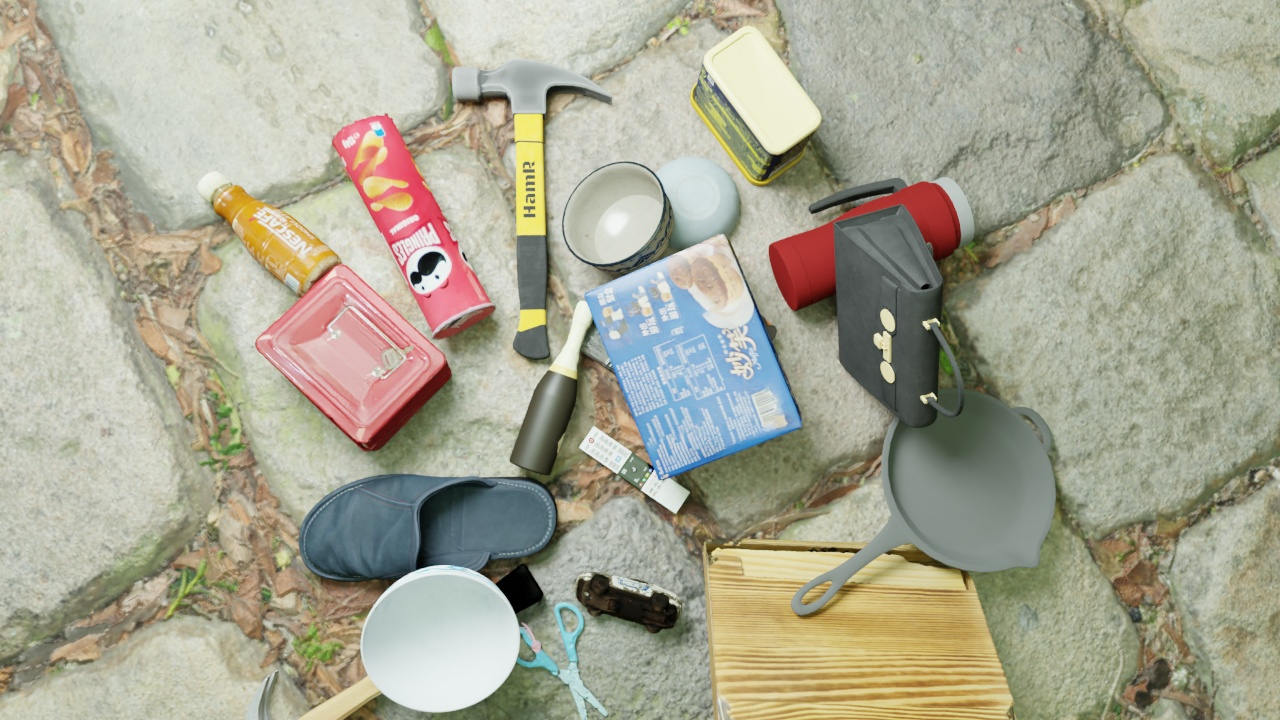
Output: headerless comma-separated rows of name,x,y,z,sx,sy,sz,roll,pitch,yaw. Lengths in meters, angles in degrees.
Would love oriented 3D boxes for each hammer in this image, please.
hammer,-0.113,-0.163,0.984,0.170,0.034,0.324,-1,87,-4
hammer,-0.248,0.315,0.936,0.328,0.039,0.131,-33,86,-5

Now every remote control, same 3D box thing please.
remote control,-0.006,0.116,0.973,0.124,0.012,0.028,34,85,1

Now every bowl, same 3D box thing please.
bowl,0.057,-0.172,0.985,0.106,0.039,0.106,0,85,-2
bowl,-0.189,0.252,0.880,0.144,0.074,0.144,-2,105,-9
bowl,-0.016,-0.140,0.947,0.116,0.059,0.115,-8,70,23

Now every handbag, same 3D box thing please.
handbag,0.256,-0.019,0.868,0.072,0.195,0.176,-15,129,-4

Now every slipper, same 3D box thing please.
slipper,-0.219,0.168,0.926,0.265,0.083,0.109,-4,88,-1

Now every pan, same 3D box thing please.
pan,0.289,0.155,0.942,0.353,0.024,0.216,-31,80,-19

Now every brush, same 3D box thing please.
brush,-0.006,0.006,0.981,0.151,0.012,0.039,33,87,1

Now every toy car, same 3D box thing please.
toy car,-0.012,0.244,0.948,0.113,0.040,0.049,15,125,5

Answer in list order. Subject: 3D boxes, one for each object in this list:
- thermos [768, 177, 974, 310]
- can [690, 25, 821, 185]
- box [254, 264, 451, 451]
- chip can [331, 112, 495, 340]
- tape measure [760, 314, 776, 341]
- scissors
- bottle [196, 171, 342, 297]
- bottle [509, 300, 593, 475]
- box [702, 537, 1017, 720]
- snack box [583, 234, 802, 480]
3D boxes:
thermos,0.237,-0.133,0.971,0.198,0.084,0.108,-21,69,-2
can,0.120,-0.265,0.962,0.075,0.104,0.135,-36,88,-5
box,-0.289,0.000,0.938,0.157,0.098,0.129,44,80,5
chip can,-0.237,-0.140,0.956,0.073,0.073,0.233,-28,86,-4
tape measure,0.107,-0.025,0.978,0.059,0.038,0.058,33,85,-13
scissors,-0.068,0.312,0.958,0.095,0.015,0.142,-45,95,-5
bottle,-0.390,-0.134,0.955,0.167,0.059,0.059,39,85,4
bottle,-0.085,0.026,0.958,0.045,0.045,0.184,19,86,-1
box,0.197,0.370,0.910,0.279,0.287,0.335,3,43,-1
snack box,0.055,-0.003,0.926,0.155,0.069,0.202,-23,90,12
